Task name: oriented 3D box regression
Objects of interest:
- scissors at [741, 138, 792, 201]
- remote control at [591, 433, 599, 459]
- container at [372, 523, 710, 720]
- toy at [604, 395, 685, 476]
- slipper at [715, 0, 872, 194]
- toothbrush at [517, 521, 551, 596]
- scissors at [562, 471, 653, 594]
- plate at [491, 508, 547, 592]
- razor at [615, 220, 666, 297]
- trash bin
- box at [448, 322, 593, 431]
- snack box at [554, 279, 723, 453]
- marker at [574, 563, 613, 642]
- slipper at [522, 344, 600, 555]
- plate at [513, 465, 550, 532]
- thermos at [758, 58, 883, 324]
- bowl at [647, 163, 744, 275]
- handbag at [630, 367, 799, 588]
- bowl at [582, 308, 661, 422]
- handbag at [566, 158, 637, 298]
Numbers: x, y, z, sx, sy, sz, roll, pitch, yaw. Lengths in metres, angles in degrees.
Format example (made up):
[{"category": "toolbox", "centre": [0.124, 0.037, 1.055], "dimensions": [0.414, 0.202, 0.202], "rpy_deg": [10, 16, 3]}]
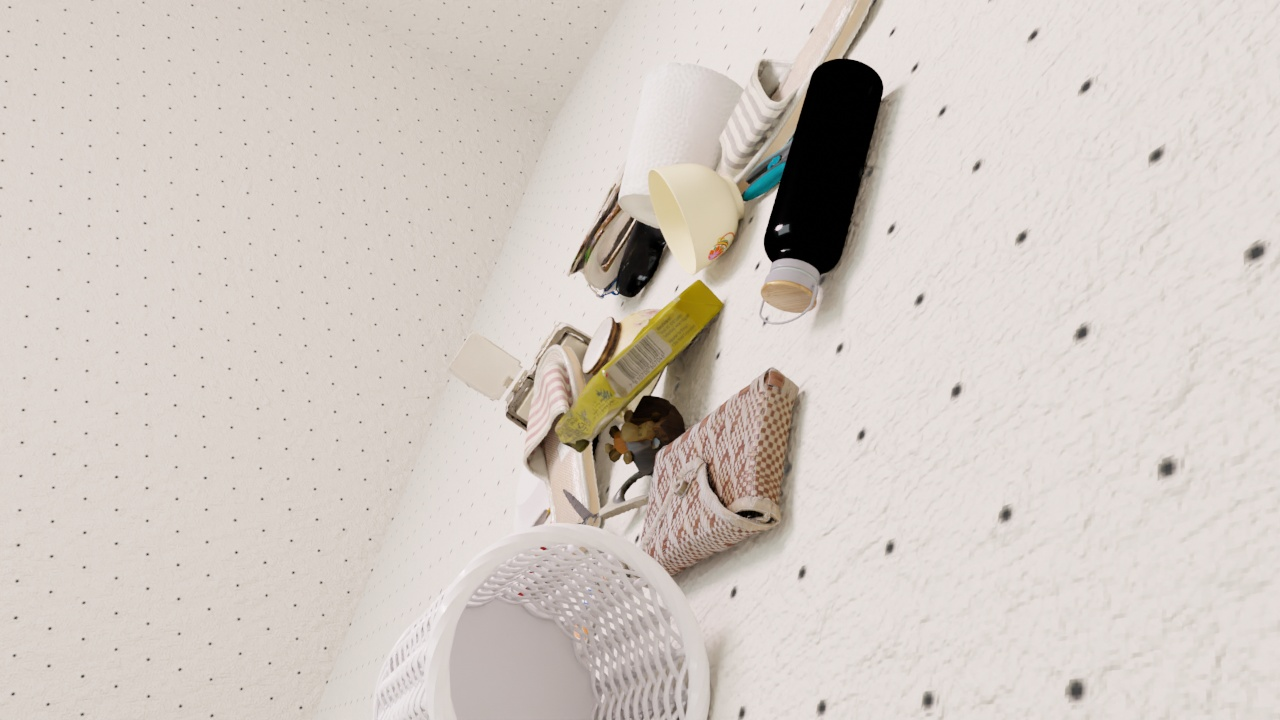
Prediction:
[{"category": "scissors", "centre": [0.139, -0.189, 0.892], "dimensions": [0.139, 0.019, 0.136], "rpy_deg": [-60, 19, 15]}, {"category": "remote control", "centre": [-0.069, 0.139, 1.086], "dimensions": [0.030, 0.009, 0.139], "rpy_deg": [-47, 23, 48]}, {"category": "container", "centre": [-0.077, 0.232, 0.643], "dimensions": [0.187, 0.189, 0.188], "rpy_deg": [-46, 24, 52]}, {"category": "toy", "centre": [-0.002, 0.073, 0.861], "dimensions": [0.100, 0.062, 0.076], "rpy_deg": [-19, 63, 45]}, {"category": "slipper", "centre": [0.146, -0.280, 0.951], "dimensions": [0.273, 0.054, 0.114], "rpy_deg": [-52, 25, 37]}, {"category": "toothbrush", "centre": [-0.125, 0.227, 1.119], "dimensions": [0.212, 0.018, 0.012], "rpy_deg": [-64, 15, 2]}, {"category": "scissors", "centre": [-0.036, 0.159, 0.880], "dimensions": [0.171, 0.012, 0.157], "rpy_deg": [-42, 36, 24]}, {"category": "plate", "centre": [-0.165, 0.258, 1.046], "dimensions": [0.208, 0.015, 0.209], "rpy_deg": [-61, -4, -8]}, {"category": "razor", "centre": [0.013, -0.142, 1.180], "dimensions": [0.063, 0.053, 0.141], "rpy_deg": [48, 120, 47]}, {"category": "trash bin", "centre": [0.046, -0.247, 1.092], "dimensions": [0.133, 0.133, 0.161], "rpy_deg": [166, 123, -70]}, {"category": "box", "centre": [-0.137, 0.003, 1.183], "dimensions": [0.143, 0.184, 0.099], "rpy_deg": [-55, 15, 5]}, {"category": "snack box", "centre": [-0.005, 0.005, 0.890], "dimensions": [0.180, 0.045, 0.122], "rpy_deg": [-44, -3, -42]}, {"category": "marker", "centre": [-0.051, 0.241, 0.859], "dimensions": [0.017, 0.017, 0.145], "rpy_deg": [-27, 41, 66]}, {"category": "slipper", "centre": [-0.094, 0.093, 1.036], "dimensions": [0.115, 0.052, 0.262], "rpy_deg": [-51, 39, 41]}, {"category": "plate", "centre": [-0.132, 0.137, 1.269], "dimensions": [0.230, 0.021, 0.229], "rpy_deg": [-56, 18, 28]}, {"category": "thermos", "centre": [0.138, -0.129, 0.721], "dimensions": [0.061, 0.061, 0.230], "rpy_deg": [-32, 36, 63]}, {"category": "bowl", "centre": [0.066, -0.157, 0.959], "dimensions": [0.074, 0.118, 0.118], "rpy_deg": [-23, 14, -8]}, {"category": "handbag", "centre": [0.050, 0.095, 0.702], "dimensions": [0.186, 0.047, 0.123], "rpy_deg": [-44, 25, 52]}, {"category": "bowl", "centre": [-0.022, -0.006, 1.053], "dimensions": [0.145, 0.063, 0.145], "rpy_deg": [-54, 19, 29]}, {"category": "handbag", "centre": [-0.025, -0.178, 1.237], "dimensions": [0.201, 0.093, 0.199], "rpy_deg": [-61, -1, 15]}]
